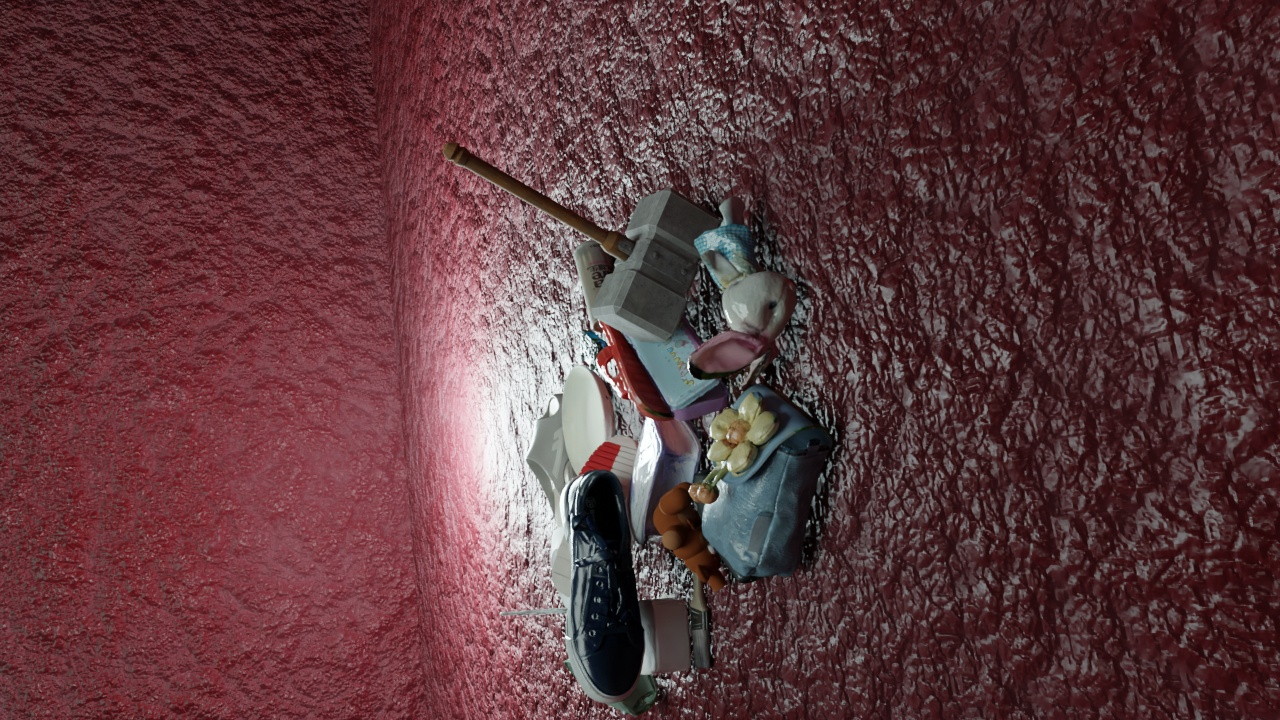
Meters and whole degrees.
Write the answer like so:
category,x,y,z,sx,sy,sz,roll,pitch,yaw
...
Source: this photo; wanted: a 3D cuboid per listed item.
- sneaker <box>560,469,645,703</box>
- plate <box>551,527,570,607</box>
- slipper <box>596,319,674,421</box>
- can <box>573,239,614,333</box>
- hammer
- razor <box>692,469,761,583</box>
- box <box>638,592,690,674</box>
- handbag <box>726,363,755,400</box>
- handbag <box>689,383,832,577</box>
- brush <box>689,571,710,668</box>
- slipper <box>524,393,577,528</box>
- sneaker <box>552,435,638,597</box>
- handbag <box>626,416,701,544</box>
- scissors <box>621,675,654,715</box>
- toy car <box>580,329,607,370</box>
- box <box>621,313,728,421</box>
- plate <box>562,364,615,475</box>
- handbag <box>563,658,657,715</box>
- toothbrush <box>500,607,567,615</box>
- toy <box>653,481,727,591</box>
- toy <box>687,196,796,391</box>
category,x,y,z,sx,sy,sz,roll,pitch,yaw
sneaker,-0.043,0.274,1.152,0.128,0.120,0.294,136,131,-58
plate,-0.110,0.368,1.510,0.188,0.016,0.189,38,136,48
slipper,-0.007,0.007,1.198,0.059,0.103,0.248,-61,30,26
can,-0.060,-0.111,1.355,0.054,0.054,0.135,124,137,-53
hammer,-0.079,-0.160,1.036,0.083,0.317,0.162,0,65,66
razor,0.103,0.182,1.037,0.064,0.053,0.140,-57,44,42
box,0.033,0.365,1.231,0.107,0.091,0.102,-30,59,56
handbag,0.115,0.028,1.029,0.055,0.029,0.119,135,123,-63
handbag,0.112,0.123,0.930,0.122,0.118,0.192,47,128,55
brush,0.075,0.315,1.157,0.039,0.012,0.151,173,95,-65
slipper,-0.149,0.187,1.550,0.113,0.080,0.265,147,117,-66
sneaker,-0.040,0.227,1.316,0.090,0.104,0.236,14,85,34
handbag,0.029,0.145,1.183,0.126,0.069,0.159,-111,28,-61
scissors,-0.015,0.457,1.370,0.172,0.021,0.171,-142,50,-64
toy car,-0.070,-0.017,1.413,0.105,0.032,0.048,-145,55,-66
box,0.032,-0.015,1.124,0.214,0.078,0.065,-121,7,-46
plate,-0.077,0.097,1.437,0.183,0.034,0.182,177,90,-65
handbag,-0.040,0.445,1.304,0.106,0.067,0.122,51,154,-7
toothbrush,-0.126,0.381,1.398,0.010,0.181,0.010,-179,92,-69
toy,0.065,0.211,1.086,0.065,0.094,0.127,-37,84,20
toy,0.117,-0.077,0.961,0.106,0.131,0.205,-13,69,34
